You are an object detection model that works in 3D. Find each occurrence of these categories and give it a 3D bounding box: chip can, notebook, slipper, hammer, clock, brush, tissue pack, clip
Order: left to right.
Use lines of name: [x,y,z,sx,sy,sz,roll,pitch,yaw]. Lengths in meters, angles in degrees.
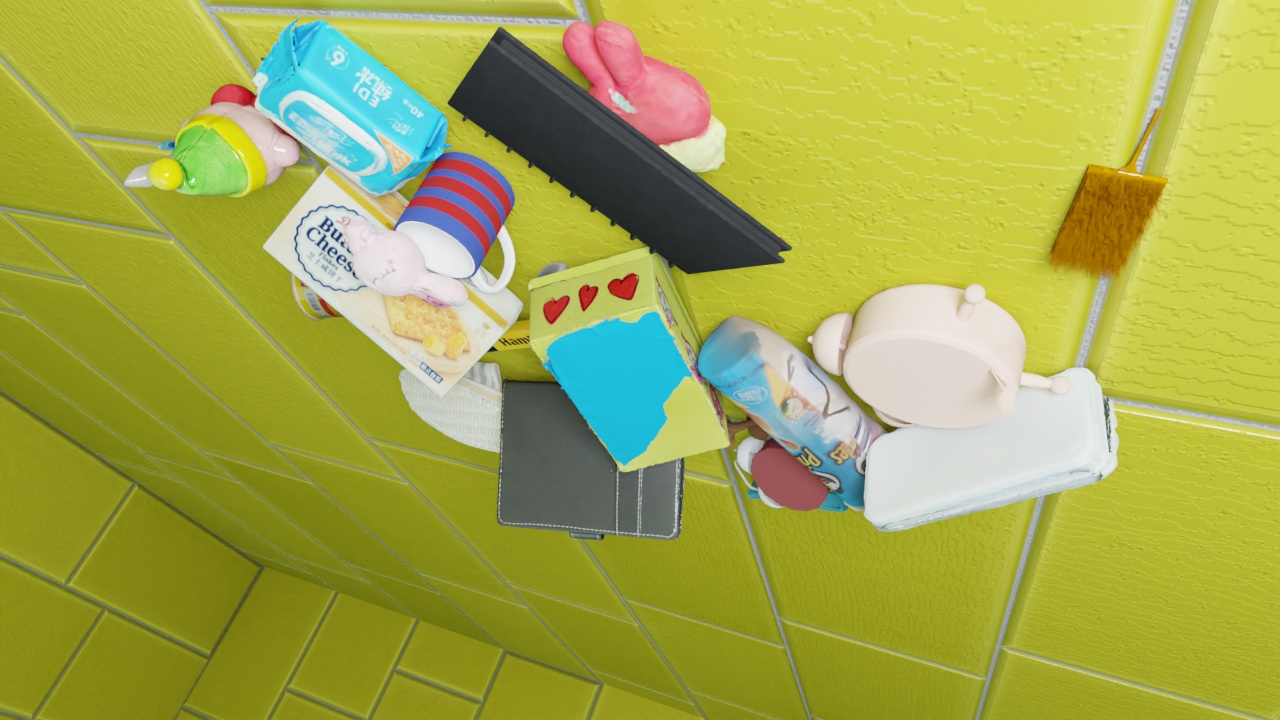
tissue pack: [-0.227,-0.191,0.711,0.144,0.061,0.093,38,150,-25]
slipper: [-0.173,0.059,1.090,0.273,0.053,0.115,17,129,28]
hammer: [-0.134,-0.024,0.975,0.325,0.034,0.170,-4,143,43]
notebook: [-0.054,0.105,0.975,0.209,0.169,0.029,1,178,22]
notebook: [-0.023,-0.133,0.649,0.231,0.019,0.169,33,171,-19]
clock: [0.153,0.112,0.951,0.125,0.044,0.087,-15,115,45]
clip: [0.186,0.146,1.037,0.118,0.033,0.120,18,152,1]
chip can: [0.153,0.049,0.835,0.229,0.079,0.080,40,148,-28]
clock: [0.222,0.008,0.711,0.131,0.086,0.161,38,155,-26]
brush: [0.282,-0.094,0.545,0.048,0.017,0.126,15,151,15]

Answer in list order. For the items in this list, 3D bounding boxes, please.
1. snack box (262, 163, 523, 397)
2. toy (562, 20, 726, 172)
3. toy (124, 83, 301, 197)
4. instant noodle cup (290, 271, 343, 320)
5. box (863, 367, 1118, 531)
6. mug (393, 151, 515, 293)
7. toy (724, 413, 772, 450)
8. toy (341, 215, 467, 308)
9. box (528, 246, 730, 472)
snack box: [-0.219,-0.076,0.827,0.208,0.057,0.104,42,111,-13]
toy: [0.003,-0.168,0.595,0.092,0.045,0.135,1,150,46]
toy: [-0.354,-0.176,0.758,0.124,0.131,0.097,18,157,11]
instant noodle cup: [-0.267,-0.084,0.908,0.112,0.100,0.100,6,149,12]
box: [0.270,0.075,0.740,0.214,0.118,0.063,-21,120,41]
mug: [-0.144,-0.110,0.777,0.075,0.076,0.112,-2,143,39]
toy: [0.119,0.061,0.915,0.054,0.041,0.102,-10,172,-21]
toy: [-0.194,-0.073,0.746,0.110,0.047,0.064,29,161,-18]
box: [-0.005,0.005,0.835,0.124,0.079,0.221,-17,137,14]
